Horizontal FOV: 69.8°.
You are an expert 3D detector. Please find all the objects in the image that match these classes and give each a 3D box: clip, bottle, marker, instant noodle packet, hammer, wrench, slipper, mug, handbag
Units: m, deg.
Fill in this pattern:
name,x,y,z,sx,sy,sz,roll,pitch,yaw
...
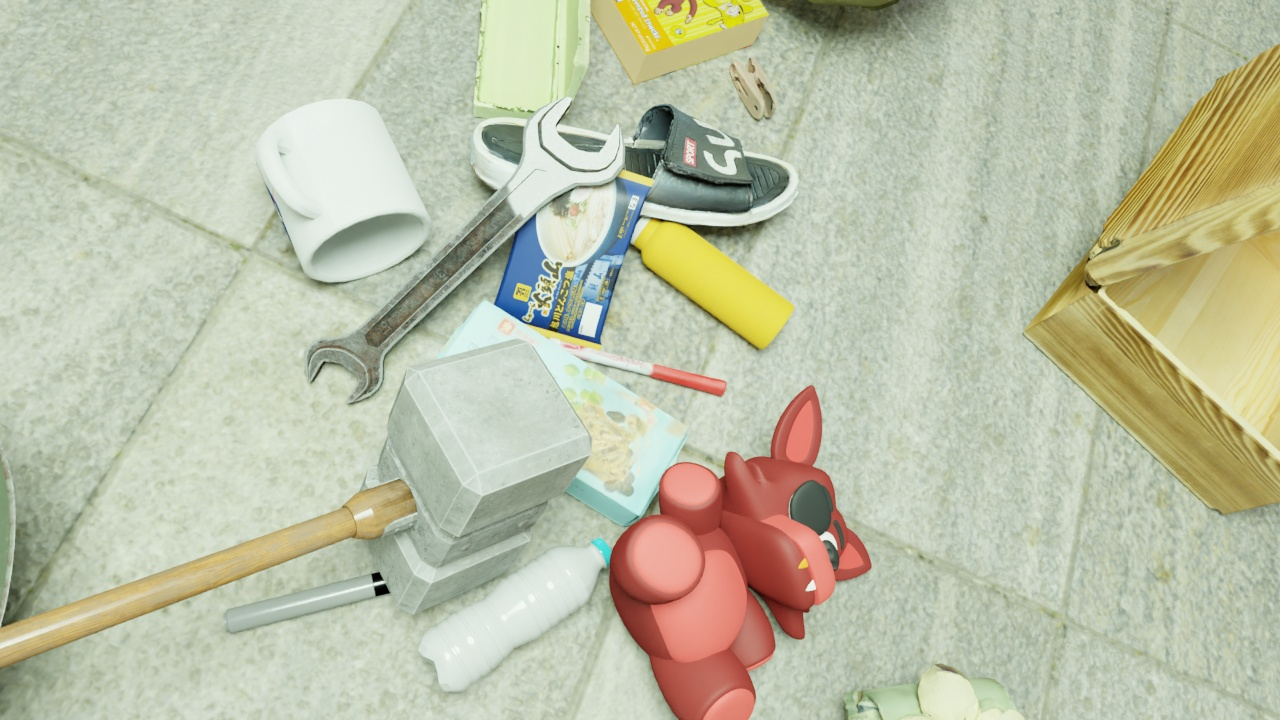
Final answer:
name,x,y,z,sx,sy,sz,roll,pitch,yaw
clip,0.095,-0.236,0.793,0.049,0.026,0.061,16,66,-7
bottle,0.049,-0.067,0.709,0.143,0.043,0.043,36,66,0
marker,-0.189,0.148,0.584,0.140,0.016,0.016,-11,74,-18
instant noodle packet,-0.052,-0.079,0.662,0.087,0.026,0.134,16,108,-9
hammer,-0.191,0.098,0.468,0.316,0.163,0.083,-17,64,-39
wrench,-0.121,-0.074,0.627,0.273,0.010,0.070,-44,93,0
slipper,0.004,-0.160,0.702,0.263,0.063,0.111,4,41,-10
marker,-0.004,0.004,0.687,0.142,0.013,0.012,14,68,-9
mug,-0.209,-0.117,0.620,0.091,0.121,0.090,-30,78,13
bottle,-0.076,0.160,0.594,0.136,0.044,0.044,-31,81,-22
handbag,0.206,0.290,0.582,0.113,0.117,0.186,0,69,-15

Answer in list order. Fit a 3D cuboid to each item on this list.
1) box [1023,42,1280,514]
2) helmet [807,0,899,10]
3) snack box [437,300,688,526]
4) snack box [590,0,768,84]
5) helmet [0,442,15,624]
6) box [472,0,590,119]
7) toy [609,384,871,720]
name,x,y,z,sx,sy,sz,roll,pitch,yaw
box,0.511,-0.107,0.691,0.286,0.337,0.278,43,68,5
helmet,0.178,-0.403,0.736,0.249,0.256,0.233,-33,78,-21
snack box,-0.060,0.038,0.639,0.174,0.053,0.074,33,65,-2
snack box,0.031,-0.303,0.790,0.125,0.040,0.088,-25,79,-21
helmet,-0.424,0.139,0.450,0.227,0.154,0.267,15,63,-13
box,-0.089,-0.289,0.735,0.082,0.098,0.187,5,67,-13
toy,0.073,0.129,0.606,0.196,0.121,0.158,-30,106,-27
